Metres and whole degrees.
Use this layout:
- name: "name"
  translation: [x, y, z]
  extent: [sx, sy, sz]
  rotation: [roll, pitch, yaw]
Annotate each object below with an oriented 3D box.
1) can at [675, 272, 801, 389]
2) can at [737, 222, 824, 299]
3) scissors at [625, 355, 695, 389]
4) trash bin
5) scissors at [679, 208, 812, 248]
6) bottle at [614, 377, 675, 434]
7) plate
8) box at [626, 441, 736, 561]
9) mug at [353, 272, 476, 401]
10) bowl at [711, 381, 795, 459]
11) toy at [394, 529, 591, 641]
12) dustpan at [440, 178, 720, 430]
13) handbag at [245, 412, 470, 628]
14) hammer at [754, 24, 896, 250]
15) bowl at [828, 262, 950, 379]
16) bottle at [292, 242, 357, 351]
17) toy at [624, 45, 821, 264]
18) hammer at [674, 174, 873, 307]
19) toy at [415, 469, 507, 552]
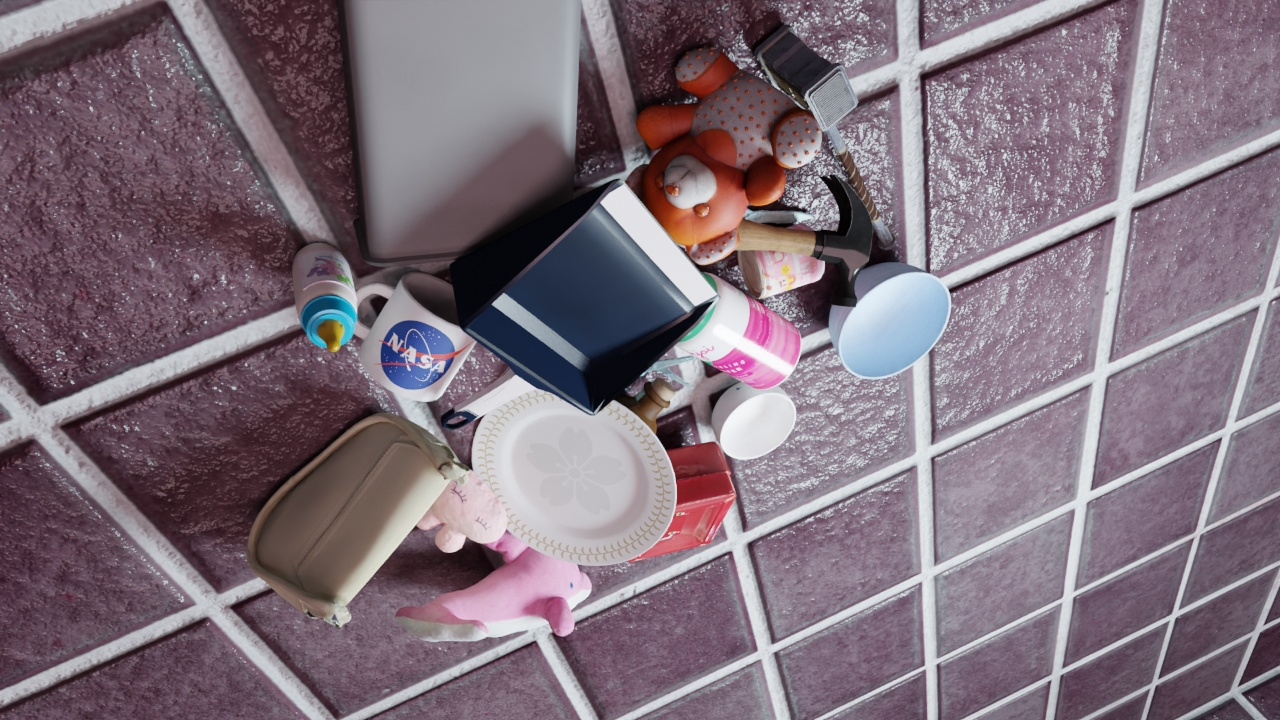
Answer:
- name: "can"
  translation: [0.101, -0.033, 1.027]
  extent: [0.165, 0.088, 0.088]
  rotation: [27, 111, -37]
- name: "can"
  translation: [0.154, -0.110, 1.007]
  extent: [0.076, 0.067, 0.067]
  rotation: [-18, 130, -9]
- name: "scissors"
  translation: [-0.006, 0.007, 1.023]
  extent: [0.136, 0.015, 0.126]
  rotation: [35, 133, 1]
- name: "trash bin"
  translation: [-0.151, -0.204, 0.778]
  extent: [0.191, 0.097, 0.220]
  rotation: [-8, 127, -19]
- name: "scissors"
  translation: [0.114, -0.156, 0.988]
  extent: [0.174, 0.017, 0.077]
  rotation: [-4, 124, -20]
- name: "bottle"
  translation: [-0.022, 0.082, 1.073]
  extent: [0.157, 0.067, 0.068]
  rotation: [-46, 130, 13]
- name: "plate"
  translation: [-0.076, 0.131, 1.040]
  extent: [0.243, 0.016, 0.243]
  rotation: [7, 118, 13]
- name: "box"
  translation: [0.038, 0.184, 1.142]
  extent: [0.129, 0.086, 0.159]
  rotation: [-11, 146, -19]
- name: "mug"
  translation: [-0.224, -0.030, 0.886]
  extent: [0.121, 0.091, 0.090]
  rotation: [30, 110, -18]
- name: "bowl"
  translation: [0.137, 0.067, 1.144]
  extent: [0.104, 0.054, 0.105]
  rotation: [-12, 130, -14]
- name: "toy"
  translation: [-0.165, 0.272, 1.124]
  extent: [0.265, 0.187, 0.128]
  rotation: [-4, 90, -49]
- name: "dustpan"
  translation: [-0.078, -0.021, 0.863]
  extent: [0.274, 0.080, 0.236]
  rotation: [-24, 149, 17]
- name: "handbag"
  translation: [-0.277, 0.169, 0.961]
  extent: [0.229, 0.184, 0.132]
  rotation: [-53, 133, -3]
- name: "hammer"
  translation: [0.219, -0.206, 0.964]
  extent: [0.044, 0.098, 0.322]
  rotation: [-39, 139, 7]
- name: "bowl"
  translation: [0.287, -0.059, 1.102]
  extent: [0.150, 0.074, 0.151]
  rotation: [-12, 129, -15]
- name: "bottle"
  translation: [-0.275, -0.051, 0.803]
  extent: [0.051, 0.146, 0.051]
  rotation: [-12, 129, -16]
- name: "toy"
  translation: [0.067, -0.187, 0.855]
  extent: [0.172, 0.164, 0.092]
  rotation: [-55, 165, 11]
- name: "hammer"
  translation: [0.088, -0.137, 0.938]
  extent: [0.305, 0.040, 0.132]
  rotation: [6, 96, -12]
- name: "toy"
  translation: [-0.211, 0.176, 1.062]
  extent: [0.105, 0.053, 0.108]
  rotation: [-39, 102, 25]
